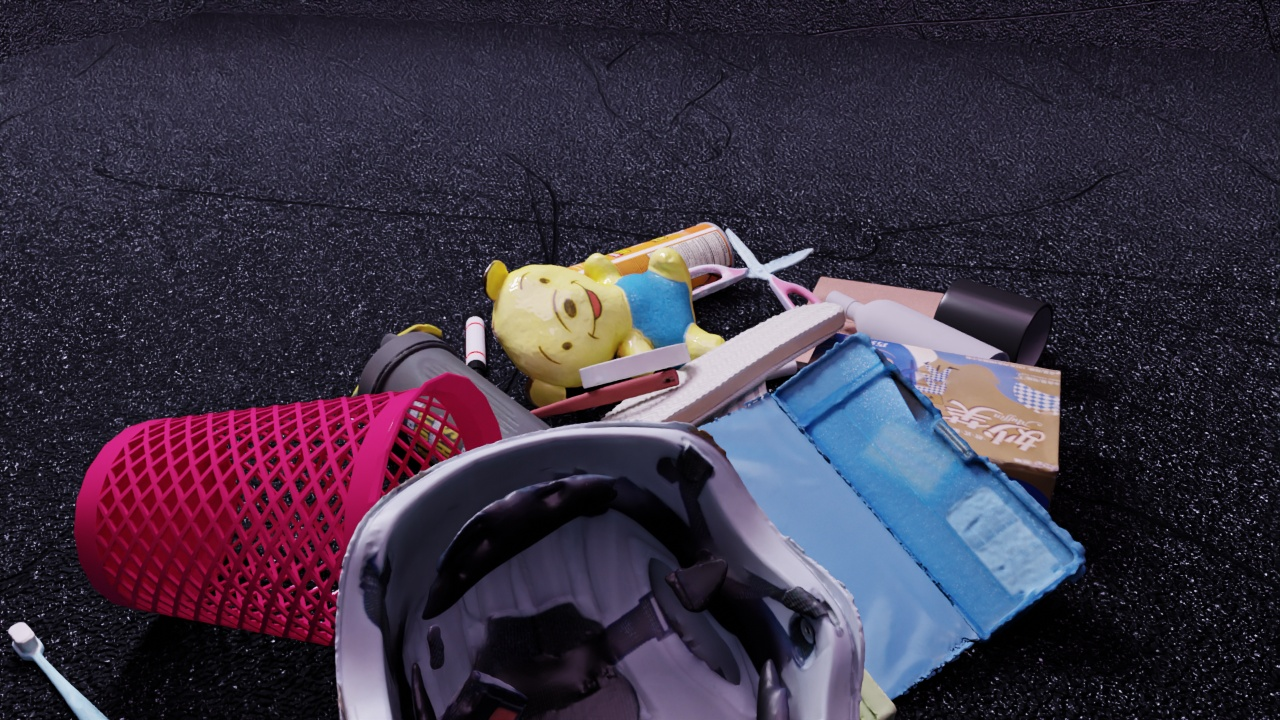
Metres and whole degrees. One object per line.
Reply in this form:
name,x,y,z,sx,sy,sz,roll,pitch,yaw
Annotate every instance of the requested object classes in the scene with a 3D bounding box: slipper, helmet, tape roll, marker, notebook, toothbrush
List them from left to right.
toothbrush,-0.340,0.207,0.554,0.181,0.017,0.016,22,36,33
marker,-0.167,-0.010,0.930,0.019,0.019,0.145,-5,30,-8
toothbrush,-0.056,0.036,0.786,0.190,0.016,0.016,-15,17,19
helmet,-0.024,0.172,0.455,0.236,0.164,0.264,-19,57,-25
tape roll,-0.005,0.005,0.785,0.094,0.018,0.094,-15,-1,0
slipper,0.067,0.025,0.779,0.272,0.054,0.115,-31,10,-19
marker,0.089,0.017,0.875,0.133,0.020,0.017,-13,28,-20
notebook,0.242,-0.035,0.976,0.141,0.008,0.208,10,31,18

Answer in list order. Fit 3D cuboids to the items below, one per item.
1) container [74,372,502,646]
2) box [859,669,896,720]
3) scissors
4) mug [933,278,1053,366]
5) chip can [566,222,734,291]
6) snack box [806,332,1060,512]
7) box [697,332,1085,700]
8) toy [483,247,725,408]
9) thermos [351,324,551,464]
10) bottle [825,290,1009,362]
container,-0.224,0.102,0.597,0.226,0.183,0.182,-1,29,15
box,0.069,0.150,0.543,0.090,0.078,0.188,-19,52,-26
scissors,0.123,-0.082,0.984,0.172,0.013,0.170,-21,58,-17
mug,0.352,-0.030,0.909,0.088,0.078,0.113,25,11,37
chip can,0.001,-0.090,1.011,0.214,0.075,0.075,-23,36,-33
snack box,0.231,0.054,0.757,0.203,0.069,0.154,11,32,20
box,0.160,0.099,0.640,0.176,0.048,0.231,-29,57,-13
toy,-0.039,-0.034,0.880,0.213,0.084,0.148,-10,64,-21
thermos,-0.147,0.049,0.756,0.221,0.098,0.097,29,40,35
bottle,0.257,-0.023,0.889,0.052,0.052,0.195,-20,35,-30
